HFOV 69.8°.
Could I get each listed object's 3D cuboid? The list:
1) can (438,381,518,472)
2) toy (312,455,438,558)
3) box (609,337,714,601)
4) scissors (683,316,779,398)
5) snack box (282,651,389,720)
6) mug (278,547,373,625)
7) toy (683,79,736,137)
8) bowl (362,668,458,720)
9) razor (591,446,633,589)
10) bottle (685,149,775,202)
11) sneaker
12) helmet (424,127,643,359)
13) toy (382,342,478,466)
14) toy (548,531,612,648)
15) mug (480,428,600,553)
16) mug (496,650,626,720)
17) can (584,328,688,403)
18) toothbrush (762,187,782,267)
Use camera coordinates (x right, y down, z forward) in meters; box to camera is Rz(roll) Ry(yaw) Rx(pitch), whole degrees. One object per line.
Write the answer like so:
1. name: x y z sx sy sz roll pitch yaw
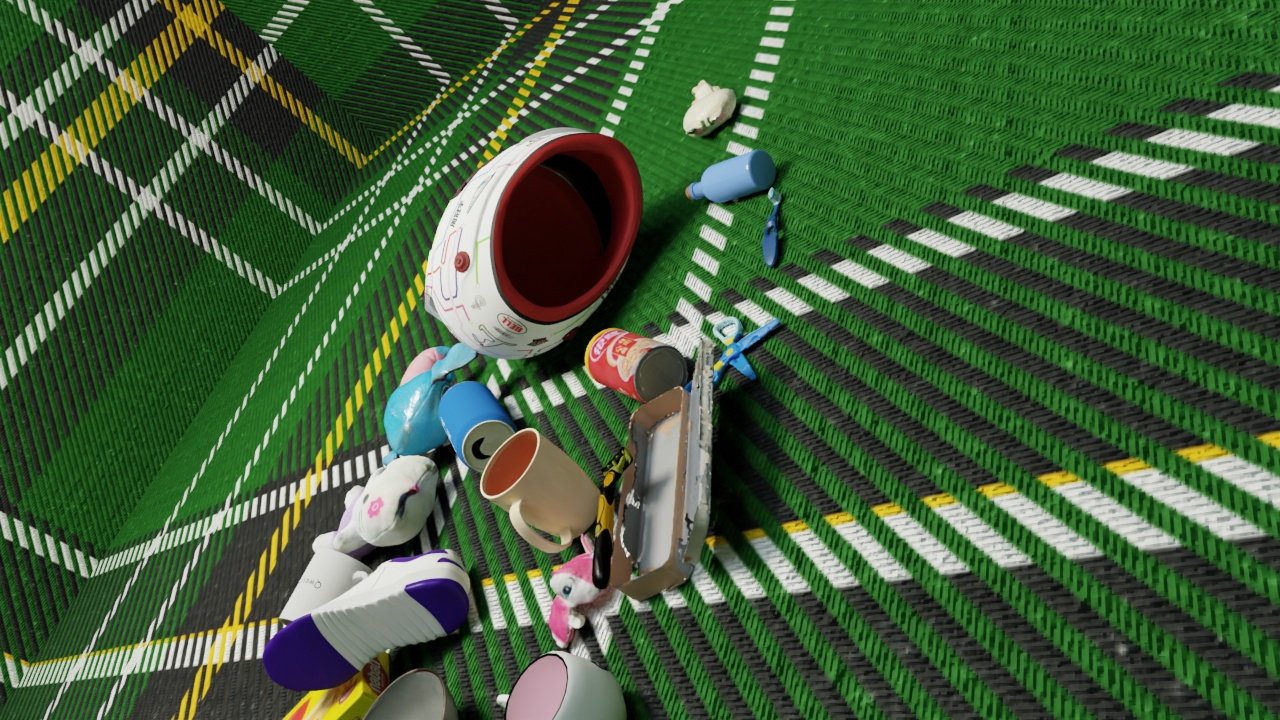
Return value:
1. can: -0.208 0.084 1.173 0.079 0.079 0.146 -50 28 -1
2. toy: -0.346 0.205 1.215 0.210 0.085 0.137 -28 25 42
3. box: 0.032 0.096 0.834 0.216 0.071 0.157 -83 14 -46
4. scissors: 0.092 -0.008 0.932 0.126 0.014 0.130 -36 33 26
5. snack box: -0.362 0.414 1.029 0.201 0.042 0.092 -45 27 7
6. mug: -0.386 0.301 1.164 0.120 0.083 0.096 -7 48 40
7. toy: 0.097 -0.355 1.304 0.087 0.050 0.112 -33 29 28
8. bowl: -0.214 0.370 0.856 0.151 0.057 0.150 -35 31 25
9. razor: -0.029 0.145 0.838 0.044 0.021 0.143 -50 24 39
10. bottle: 0.104 -0.221 1.132 0.131 0.048 0.048 -7 49 52
11. sneaker: -0.297 0.274 1.016 0.244 0.092 0.111 -22 18 7
12. helmet: -0.148 -0.152 1.212 0.314 0.231 0.236 -61 27 -10
13. toy: -0.302 0.051 1.305 0.224 0.099 0.191 -62 16 19
14. toy: -0.061 0.211 0.846 0.065 0.050 0.102 16 74 55
15. mug: -0.096 0.140 0.919 0.085 0.104 0.111 -35 32 26
16. mug: -0.066 0.282 0.732 0.124 0.076 0.090 -16 42 46
17. can: -0.006 0.006 0.993 0.066 0.066 0.124 -54 29 -9
18. toothbrush: 0.147 -0.149 1.018 0.021 0.016 0.132 -30 33 36
